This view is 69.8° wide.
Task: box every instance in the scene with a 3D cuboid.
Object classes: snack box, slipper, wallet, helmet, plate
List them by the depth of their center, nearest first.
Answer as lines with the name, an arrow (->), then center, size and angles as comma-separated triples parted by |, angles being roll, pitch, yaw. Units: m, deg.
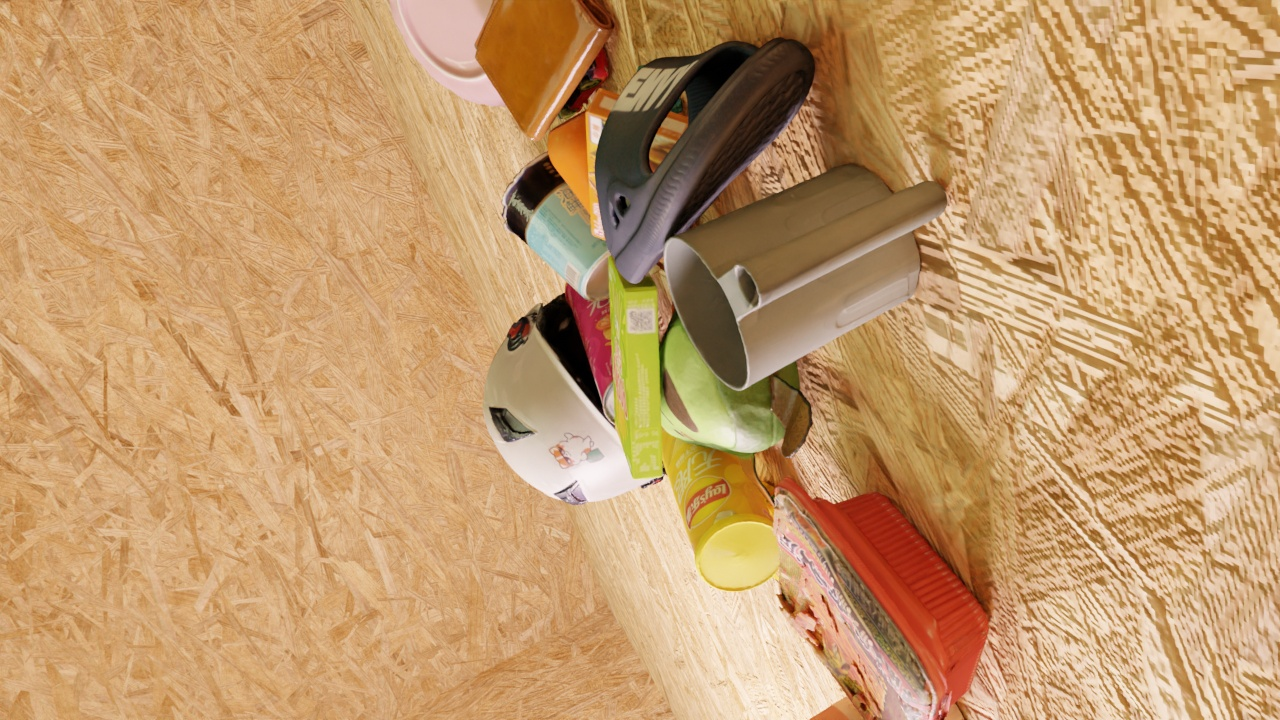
slipper -> 0.011, -0.115, 0.533 | 0.083, 0.110, 0.268 | 43, 168, -1
snack box -> -0.001, -0.132, 0.685 | 0.075, 0.026, 0.154 | 21, 156, 8
snack box -> -0.004, 0.004, 0.705 | 0.085, 0.026, 0.156 | -112, 18, -64
wallet -> -0.087, -0.261, 0.727 | 0.119, 0.035, 0.131 | 59, 140, 10
plate -> -0.157, -0.311, 0.809 | 0.192, 0.038, 0.193 | 22, 136, 22
helmet -> -0.083, 0.059, 0.985 | 0.230, 0.157, 0.273 | 49, -169, -16

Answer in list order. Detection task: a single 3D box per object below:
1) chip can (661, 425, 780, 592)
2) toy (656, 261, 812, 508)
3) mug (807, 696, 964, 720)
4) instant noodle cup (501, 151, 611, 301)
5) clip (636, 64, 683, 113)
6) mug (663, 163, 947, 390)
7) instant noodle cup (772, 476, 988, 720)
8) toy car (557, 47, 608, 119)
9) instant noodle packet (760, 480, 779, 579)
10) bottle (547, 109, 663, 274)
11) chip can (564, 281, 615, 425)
chip can -> 0.059, 0.101, 0.785 | 0.213, 0.072, 0.072 | -110, 1, -61
toy -> 0.059, 0.012, 0.682 | 0.247, 0.090, 0.227 | 129, 121, -73
mug -> 0.181, 0.294, 0.696 | 0.081, 0.105, 0.115 | 57, 166, 30
instant noodle cup -> -0.054, -0.124, 0.869 | 0.120, 0.111, 0.111 | 49, 163, 22
clip -> 0.014, -0.185, 0.646 | 0.054, 0.013, 0.033 | 54, 165, 47
mug -> 0.080, -0.046, 0.446 | 0.083, 0.103, 0.124 | 64, 167, 1
instant noodle cup -> 0.158, 0.170, 0.609 | 0.164, 0.079, 0.189 | 54, 164, 38
toy car -> -0.056, -0.240, 0.770 | 0.106, 0.031, 0.049 | -21, 90, 67
instant noodle packet -> 0.123, 0.157, 0.815 | 0.111, 0.044, 0.128 | 62, 168, -6
bottle -> -0.021, -0.140, 0.784 | 0.149, 0.066, 0.067 | 60, 170, -18
chip can -> -0.022, -0.021, 0.886 | 0.210, 0.071, 0.071 | -113, 5, -54
